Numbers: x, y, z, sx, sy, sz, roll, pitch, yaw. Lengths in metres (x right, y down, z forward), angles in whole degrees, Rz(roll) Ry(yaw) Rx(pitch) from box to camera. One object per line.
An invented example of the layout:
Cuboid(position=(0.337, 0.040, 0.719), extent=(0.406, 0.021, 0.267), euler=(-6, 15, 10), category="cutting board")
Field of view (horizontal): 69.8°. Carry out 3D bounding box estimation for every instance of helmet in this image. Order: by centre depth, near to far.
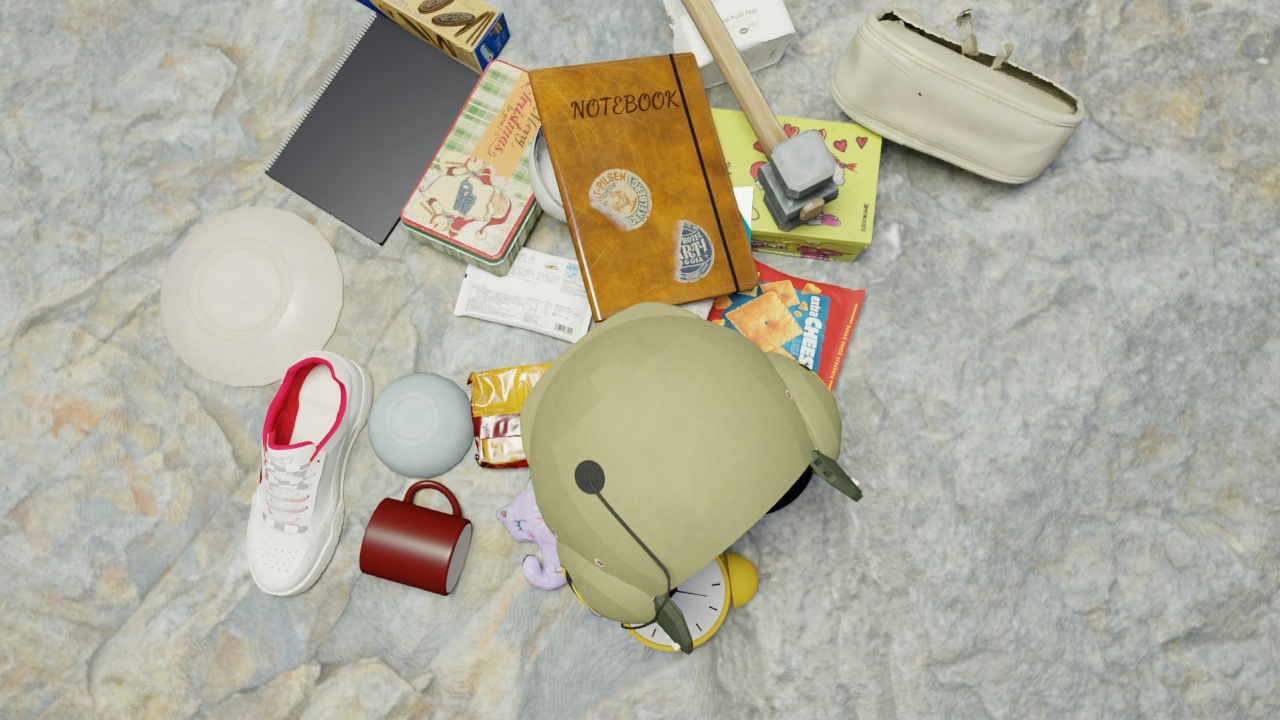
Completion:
Cuboid(position=(0.023, 0.074, 0.727), extent=(0.250, 0.256, 0.233), euler=(-41, 88, -5), category="helmet")

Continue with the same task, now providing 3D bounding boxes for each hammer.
Cuboid(position=(0.079, -0.270, 0.822), extent=(0.051, 0.117, 0.322), euler=(-27, 80, 0), category="hammer")

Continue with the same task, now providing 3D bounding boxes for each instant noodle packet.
Cuboid(position=(-0.099, 0.053, 0.894), extent=(0.135, 0.040, 0.098), euler=(-6, 83, 1), category="instant noodle packet")
Cuboid(position=(-0.111, -0.071, 0.920), extent=(0.134, 0.026, 0.087), euler=(14, 82, 4), category="instant noodle packet")

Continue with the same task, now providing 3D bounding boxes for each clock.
Cuboid(position=(0.041, 0.205, 0.862), extent=(0.152, 0.052, 0.113), euler=(-38, 82, 0), category="clock")

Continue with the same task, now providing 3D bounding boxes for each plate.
Cuboid(position=(-0.398, -0.068, 0.926), extent=(0.189, 0.027, 0.188), euler=(0, 81, 2), category="plate")

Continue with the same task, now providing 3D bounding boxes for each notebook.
Cuboid(position=(0.014, -0.156, 0.834), extent=(0.178, 0.014, 0.249), euler=(-13, 84, -19), category="notebook")
Cuboid(position=(-0.274, -0.244, 0.957), extent=(0.149, 0.016, 0.206), euler=(32, 83, 5), category="notebook")

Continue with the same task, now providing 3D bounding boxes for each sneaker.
Cuboid(position=(-0.324, 0.104, 0.860), extent=(0.090, 0.104, 0.236), euler=(16, 82, 4), category="sneaker")

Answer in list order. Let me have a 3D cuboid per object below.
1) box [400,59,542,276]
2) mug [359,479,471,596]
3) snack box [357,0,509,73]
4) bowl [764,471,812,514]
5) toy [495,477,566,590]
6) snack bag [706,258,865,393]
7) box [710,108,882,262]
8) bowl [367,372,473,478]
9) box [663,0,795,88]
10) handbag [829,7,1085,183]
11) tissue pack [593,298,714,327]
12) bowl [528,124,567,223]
Cuboid(position=(-0.143, -0.194, 0.914), extent=(0.117, 0.050, 0.205), euler=(26, 73, 4), category="box")
Cuboid(position=(-0.206, 0.162, 0.871), extent=(0.082, 0.073, 0.105), euler=(15, 52, 4), category="mug")
Cuboid(position=(-0.239, -0.378, 0.955), extent=(0.207, 0.056, 0.057), euler=(31, 84, 6), category="snack box")
Cuboid(position=(0.102, 0.086, 0.876), extent=(0.124, 0.052, 0.124), euler=(0, 81, 2), category="bowl")
Cuboid(position=(-0.093, 0.168, 0.878), extent=(0.080, 0.036, 0.099), euler=(-44, 84, -4), category="toy")
Cuboid(position=(0.131, -0.031, 0.900), extent=(0.144, 0.039, 0.130), euler=(19, 82, 4), category="snack bag")
Cuboid(position=(0.115, -0.173, 0.902), extent=(0.221, 0.082, 0.124), euler=(10, 82, 2), category="box")
Cuboid(position=(-0.217, 0.060, 0.892), extent=(0.106, 0.039, 0.106), euler=(0, 77, 1), category="bowl")
Cuboid(position=(0.078, -0.354, 0.916), extent=(0.110, 0.103, 0.130), euler=(-18, 91, -2), category="box")
Cuboid(position=(0.317, -0.274, 0.867), extent=(0.229, 0.132, 0.183), euler=(34, 43, 5), category="handbag")
Cuboid(position=(-0.005, 0.005, 0.867), extent=(0.104, 0.071, 0.181), euler=(22, 83, -22), category="tissue pack")
Cuboid(position=(-0.055, -0.178, 0.866), extent=(0.116, 0.066, 0.116), euler=(3, 82, -23), category="bowl")
